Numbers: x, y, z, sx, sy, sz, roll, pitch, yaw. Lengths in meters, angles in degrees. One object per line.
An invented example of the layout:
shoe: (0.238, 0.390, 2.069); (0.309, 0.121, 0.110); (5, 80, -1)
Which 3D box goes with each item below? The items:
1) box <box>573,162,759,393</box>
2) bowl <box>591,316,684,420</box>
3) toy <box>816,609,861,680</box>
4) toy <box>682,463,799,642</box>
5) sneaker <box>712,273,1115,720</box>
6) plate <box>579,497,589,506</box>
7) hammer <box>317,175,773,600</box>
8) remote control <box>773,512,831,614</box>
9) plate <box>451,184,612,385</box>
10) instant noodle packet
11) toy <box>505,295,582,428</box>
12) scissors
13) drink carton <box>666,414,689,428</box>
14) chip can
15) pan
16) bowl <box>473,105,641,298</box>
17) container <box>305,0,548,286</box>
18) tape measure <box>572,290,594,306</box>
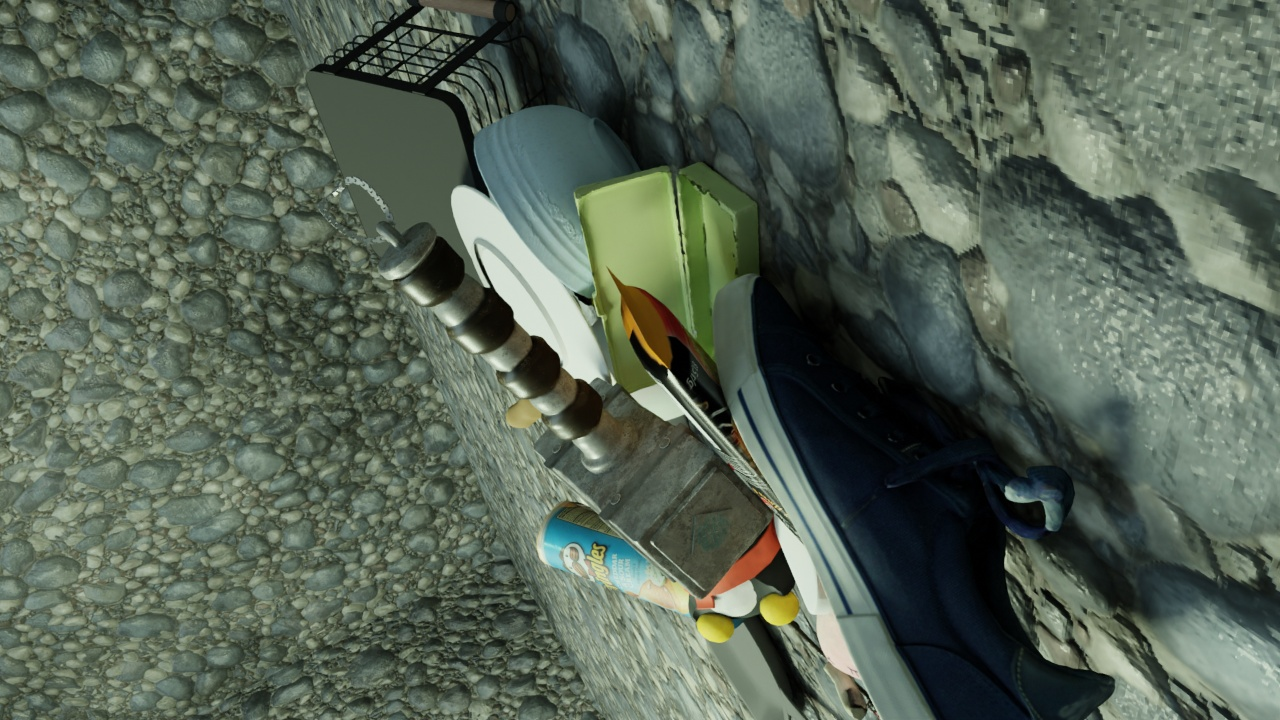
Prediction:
box: (0.031, -0.046, 0.637); (0.130, 0.064, 0.188); (7, 136, 19)
bowl: (-0.005, 0.005, 0.801); (0.116, 0.065, 0.116); (55, 162, 28)
toy: (0.147, 0.165, 0.618); (0.108, 0.053, 0.105); (128, 130, -74)
toy: (0.069, 0.146, 0.729); (0.119, 0.098, 0.099); (56, -150, -13)
sneaker: (0.132, 0.050, 0.464); (0.120, 0.127, 0.294); (27, -149, -50)
plate: (-0.064, 0.095, 1.054); (0.189, 0.027, 0.188); (176, 91, -81)
hammer: (-0.064, 0.010, 0.575); (0.326, 0.079, 0.177); (47, 170, -31)
remote control: (0.112, 0.129, 0.640); (0.136, 0.013, 0.043); (-101, 11, -72)
plate: (-0.094, -0.046, 0.739); (0.208, 0.015, 0.209); (47, 162, 20)
instant noodle packet: (0.058, 0.040, 0.571); (0.221, 0.032, 0.159); (48, -174, -22)
toy: (-0.083, -0.005, 0.910); (0.106, 0.134, 0.108); (44, -140, -32)
scissors: (0.162, 0.246, 0.662); (0.199, 0.015, 0.179); (39, 178, 39)
drink carton: (-0.009, 0.062, 0.891); (0.125, 0.076, 0.048); (27, 141, 57)
chip can: (0.004, 0.202, 0.923); (0.230, 0.079, 0.080); (10, 129, 37)
pan: (0.132, 0.316, 0.917); (0.355, 0.024, 0.216); (30, 143, 62)
bowl: (-0.043, -0.128, 0.668); (0.150, 0.075, 0.150); (49, -161, -24)
container: (-0.171, -0.192, 0.837); (0.163, 0.130, 0.242); (19, 142, 23)
tape measure: (-0.029, -0.077, 0.761); (0.067, 0.062, 0.038); (56, 161, 28)
